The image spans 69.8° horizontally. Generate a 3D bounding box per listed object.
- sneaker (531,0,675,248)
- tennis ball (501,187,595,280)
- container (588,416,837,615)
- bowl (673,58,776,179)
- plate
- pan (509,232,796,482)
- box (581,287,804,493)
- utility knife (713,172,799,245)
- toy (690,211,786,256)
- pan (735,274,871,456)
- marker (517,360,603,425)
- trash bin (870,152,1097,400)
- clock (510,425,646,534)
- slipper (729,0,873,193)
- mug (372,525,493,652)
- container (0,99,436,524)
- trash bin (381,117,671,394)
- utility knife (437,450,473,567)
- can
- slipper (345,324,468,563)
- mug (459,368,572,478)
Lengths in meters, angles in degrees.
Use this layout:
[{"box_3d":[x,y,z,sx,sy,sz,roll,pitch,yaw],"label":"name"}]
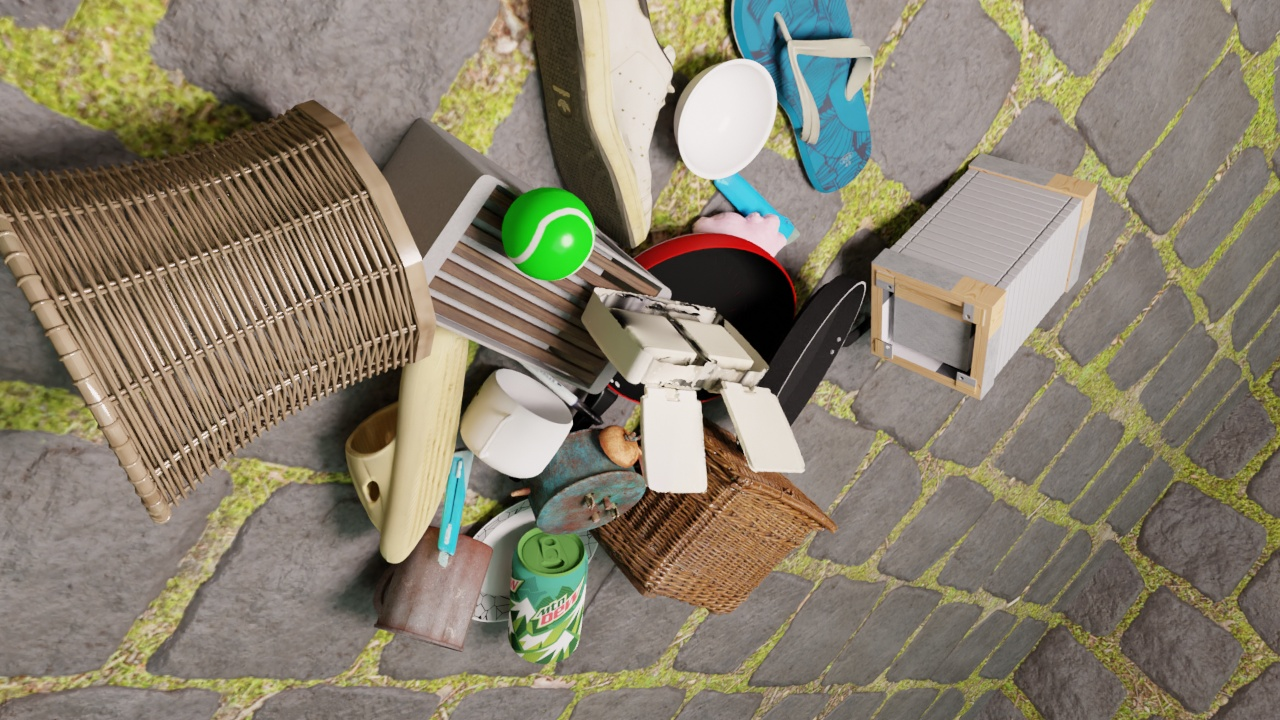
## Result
[{"box_3d":[-0.016,-0.213,0.756,0.102,0.089,0.242,-33,133,-26],"label":"sneaker"},{"box_3d":[-0.064,-0.089,0.644,0.065,0.065,0.065,-21,133,-25],"label":"tennis ball"},{"box_3d":[0.075,0.184,1.071,0.183,0.162,0.249,-52,140,6],"label":"container"},{"box_3d":[0.068,-0.225,0.838,0.109,0.040,0.110,-21,132,-25],"label":"bowl"},{"box_3d":[-0.131,0.221,1.046,0.188,0.016,0.189,-21,133,-25],"label":"plate"},{"box_3d":[-0.005,0.005,0.936,0.357,0.067,0.209,-37,134,17],"label":"pan"},{"box_3d":[0.039,0.018,0.734,0.145,0.185,0.066,8,141,-37],"label":"box"},{"box_3d":[0.108,-0.167,0.936,0.031,0.015,0.196,-53,137,3],"label":"utility knife"},{"box_3d":[0.102,-0.117,0.942,0.093,0.050,0.102,-29,134,0],"label":"toy"},{"box_3d":[0.203,-0.009,1.043,0.355,0.034,0.226,-29,147,-57],"label":"pan"},{"box_3d":[-0.089,0.019,0.884,0.011,0.011,0.152,-47,117,1],"label":"marker"},{"box_3d":[0.401,-0.105,1.082,0.246,0.142,0.143,-42,141,-27],"label":"trash bin"},{"box_3d":[-0.042,0.122,0.943,0.158,0.073,0.121,-28,150,4],"label":"clock"},{"box_3d":[0.178,-0.267,0.882,0.118,0.060,0.295,-45,139,-6],"label":"slipper"},{"box_3d":[-0.216,0.224,0.916,0.096,0.123,0.110,51,50,-49],"label":"mug"},{"box_3d":[-0.266,-0.043,0.586,0.195,0.227,0.227,-29,136,-28],"label":"container"},{"box_3d":[-0.103,-0.079,0.758,0.228,0.114,0.114,27,102,-47],"label":"trash bin"},{"box_3d":[-0.180,0.143,0.888,0.022,0.117,0.015,5,153,-4],"label":"utility knife"},{"box_3d":[-0.104,0.261,1.022,0.082,0.083,0.144,-15,130,-30],"label":"can"},{"box_3d":[-0.209,0.062,0.810,0.111,0.079,0.262,-60,170,-56],"label":"slipper"},{"box_3d":[-0.121,0.062,0.861,0.068,0.094,0.115,-55,175,14],"label":"mug"}]
